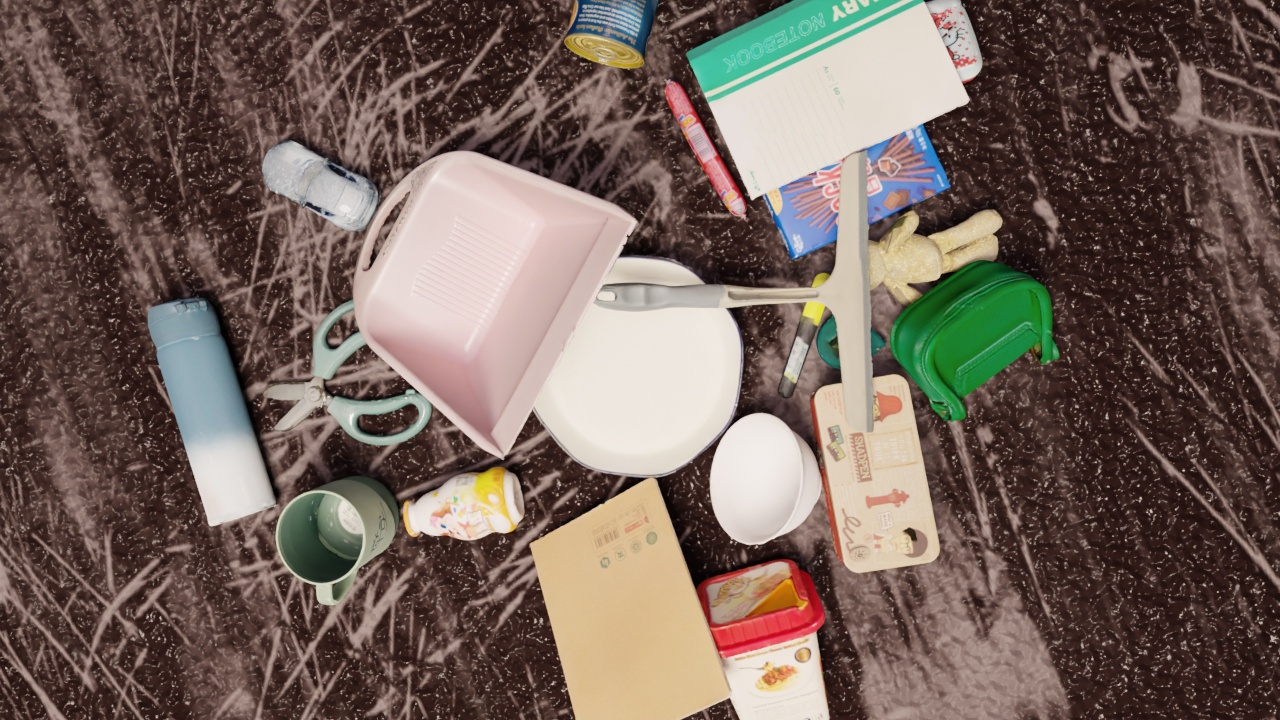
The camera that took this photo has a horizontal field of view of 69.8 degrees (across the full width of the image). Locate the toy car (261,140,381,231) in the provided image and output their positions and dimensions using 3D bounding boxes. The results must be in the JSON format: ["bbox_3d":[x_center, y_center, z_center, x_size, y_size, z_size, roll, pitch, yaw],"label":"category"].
[{"bbox_3d":[-0.309,-0.169,0.883,0.120,0.036,0.054,28,94,6],"label":"toy car"}]

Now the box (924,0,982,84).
[{"bbox_3d":[0.204,-0.268,0.838,0.201,0.048,0.087,-16,90,5],"label":"box"}]

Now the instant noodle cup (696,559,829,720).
[{"bbox_3d":[0.116,0.265,0.836,0.117,0.116,0.124,-17,103,4],"label":"instant noodle cup"}]

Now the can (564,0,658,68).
[{"bbox_3d":[-0.020,-0.335,0.837,0.075,0.075,0.111,14,92,3],"label":"can"}]

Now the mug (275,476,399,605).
[{"bbox_3d":[-0.278,0.168,0.855,0.082,0.106,0.112,4,92,3],"label":"mug"}]

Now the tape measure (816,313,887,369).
[{"bbox_3d":[0.193,-0.017,0.858,0.058,0.025,0.054,43,93,2],"label":"tape measure"}]

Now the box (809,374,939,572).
[{"bbox_3d":[0.212,0.102,0.841,0.091,0.079,0.168,-10,85,5],"label":"box"}]

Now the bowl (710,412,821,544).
[{"bbox_3d":[0.126,0.110,0.840,0.064,0.118,0.118,11,93,-35],"label":"bowl"}]

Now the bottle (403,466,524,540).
[{"bbox_3d":[-0.167,0.139,0.869,0.108,0.063,0.063,-12,91,4],"label":"bottle"}]

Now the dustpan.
[{"bbox_3d":[-0.156,-0.071,0.793,0.138,0.273,0.222,28,90,-26],"label":"dustpan"}]

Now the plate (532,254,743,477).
[{"bbox_3d":[-0.005,0.005,0.863,0.205,0.045,0.205,0,91,3],"label":"plate"}]

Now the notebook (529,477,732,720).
[{"bbox_3d":[-0.016,0.226,0.822,0.148,0.008,0.207,-31,58,17],"label":"notebook"}]

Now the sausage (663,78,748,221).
[{"bbox_3d":[0.061,-0.198,0.864,0.020,0.020,0.156,-29,90,4],"label":"sausage"}]

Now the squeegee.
[{"bbox_3d":[0.078,-0.057,0.816,0.246,0.039,0.246,-1,88,1],"label":"squeegee"}]

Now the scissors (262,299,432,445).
[{"bbox_3d":[-0.287,0.006,0.896,0.174,0.019,0.177,4,93,5],"label":"scissors"}]

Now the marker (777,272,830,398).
[{"bbox_3d":[0.155,-0.023,0.867,0.018,0.015,0.124,18,96,4],"label":"marker"}]

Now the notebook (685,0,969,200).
[{"bbox_3d":[0.165,-0.254,0.820,0.209,0.012,0.150,-24,87,5],"label":"notebook"}]

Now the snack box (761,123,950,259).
[{"bbox_3d":[0.196,-0.164,0.852,0.157,0.026,0.084,-25,91,4],"label":"snack box"}]

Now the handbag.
[{"bbox_3d":[0.302,-0.017,0.820,0.131,0.068,0.120,-37,116,2],"label":"handbag"}]

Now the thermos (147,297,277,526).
[{"bbox_3d":[-0.414,0.047,0.885,0.070,0.070,0.220,-18,90,4],"label":"thermos"}]

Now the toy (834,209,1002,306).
[{"bbox_3d":[0.254,-0.099,0.838,0.157,0.066,0.105,-15,133,0],"label":"toy"}]
